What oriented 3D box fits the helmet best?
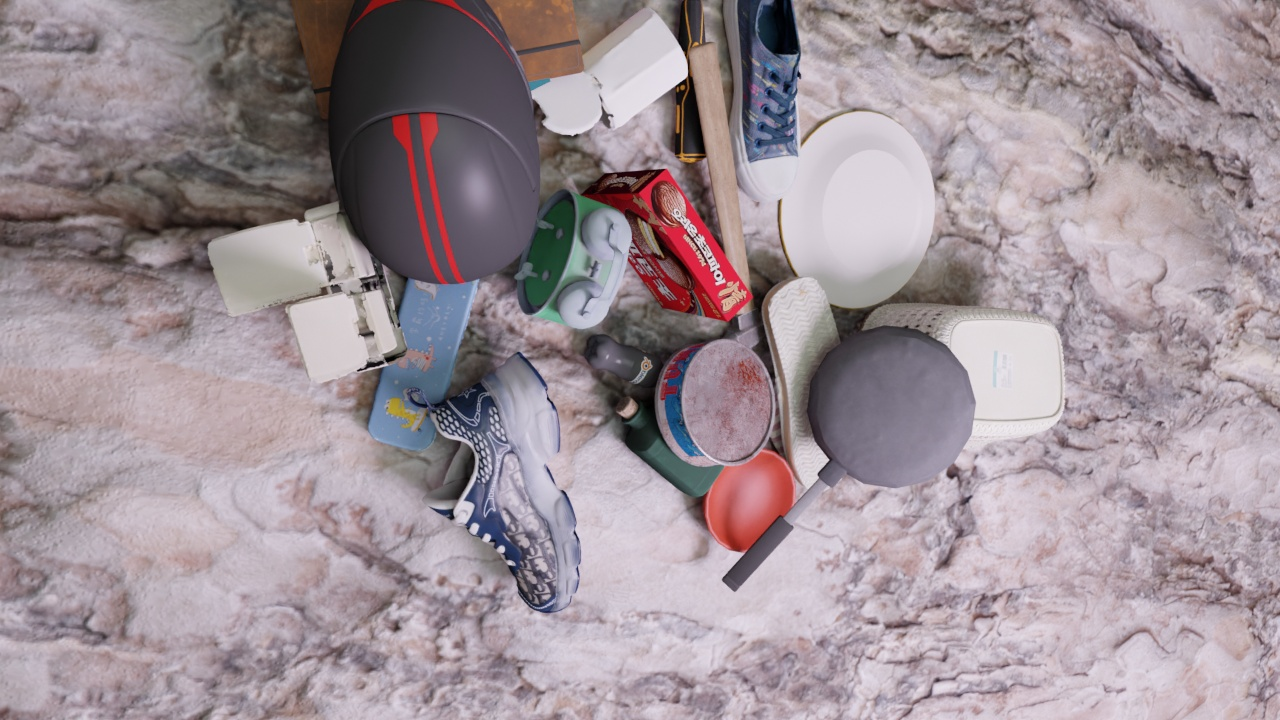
[{"bbox_3d":[-0.164,-0.160,0.738,0.164,0.169,0.265,-6,141,-3],"label":"helmet"}]

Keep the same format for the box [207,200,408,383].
[{"bbox_3d":[-0.267,-0.054,0.759,0.095,0.185,0.145,-13,96,19],"label":"box"}]

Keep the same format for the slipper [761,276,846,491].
[{"bbox_3d":[0.184,0.029,1.052,0.114,0.052,0.263,-24,114,-21],"label":"slipper"}]

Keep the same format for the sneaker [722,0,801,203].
[{"bbox_3d":[0.141,-0.285,0.960,0.087,0.079,0.235,-12,104,-24],"label":"sneaker"}]

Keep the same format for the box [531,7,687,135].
[{"bbox_3d":[-0.033,-0.264,0.861,0.162,0.112,0.084,-39,96,-2],"label":"box"}]

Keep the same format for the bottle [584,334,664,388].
[{"bbox_3d":[-0.006,0.006,0.962,0.109,0.036,0.036,23,88,-28],"label":"bottle"}]

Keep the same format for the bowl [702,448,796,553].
[{"bbox_3d":[0.119,0.156,1.051,0.121,0.035,0.122,-5,101,-26],"label":"bowl"}]

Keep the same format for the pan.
[{"bbox_3d":[0.212,0.119,0.998,0.178,0.041,0.357,41,99,6],"label":"pan"}]

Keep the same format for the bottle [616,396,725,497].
[{"bbox_3d":[0.025,0.084,0.977,0.131,0.061,0.061,42,77,-26],"label":"bottle"}]

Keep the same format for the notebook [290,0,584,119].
[{"bbox_3d":[-0.167,-0.301,0.781,0.249,0.014,0.178,-10,105,2],"label":"notebook"}]

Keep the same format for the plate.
[{"bbox_3d":[0.263,-0.174,1.073,0.229,0.021,0.230,-5,101,-26],"label":"plate"}]

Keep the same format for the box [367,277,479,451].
[{"bbox_3d":[-0.199,-0.019,0.856,0.066,0.049,0.209,16,91,-26],"label":"box"}]

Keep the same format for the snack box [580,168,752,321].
[{"bbox_3d":[0.023,-0.114,0.901,0.035,0.133,0.152,-44,115,-14],"label":"snack box"}]

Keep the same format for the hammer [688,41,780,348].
[{"bbox_3d":[0.089,-0.160,0.959,0.119,0.031,0.331,-26,118,-24],"label":"hammer"}]

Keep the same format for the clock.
[{"bbox_3d":[-0.060,-0.091,0.845,0.075,0.162,0.122,16,96,-28],"label":"clock"}]

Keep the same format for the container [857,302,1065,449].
[{"bbox_3d":[0.385,0.017,1.099,0.245,0.143,0.184,0,86,-27],"label":"container"}]

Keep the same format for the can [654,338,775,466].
[{"bbox_3d":[0.078,0.044,0.950,0.129,0.044,0.130,6,81,-37],"label":"can"}]

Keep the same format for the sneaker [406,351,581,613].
[{"bbox_3d":[-0.139,0.132,0.878,0.132,0.103,0.270,-16,112,-19],"label":"sneaker"}]

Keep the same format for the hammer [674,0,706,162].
[{"bbox_3d":[0.055,-0.364,0.925,0.123,0.036,0.321,-4,102,-13],"label":"hammer"}]
